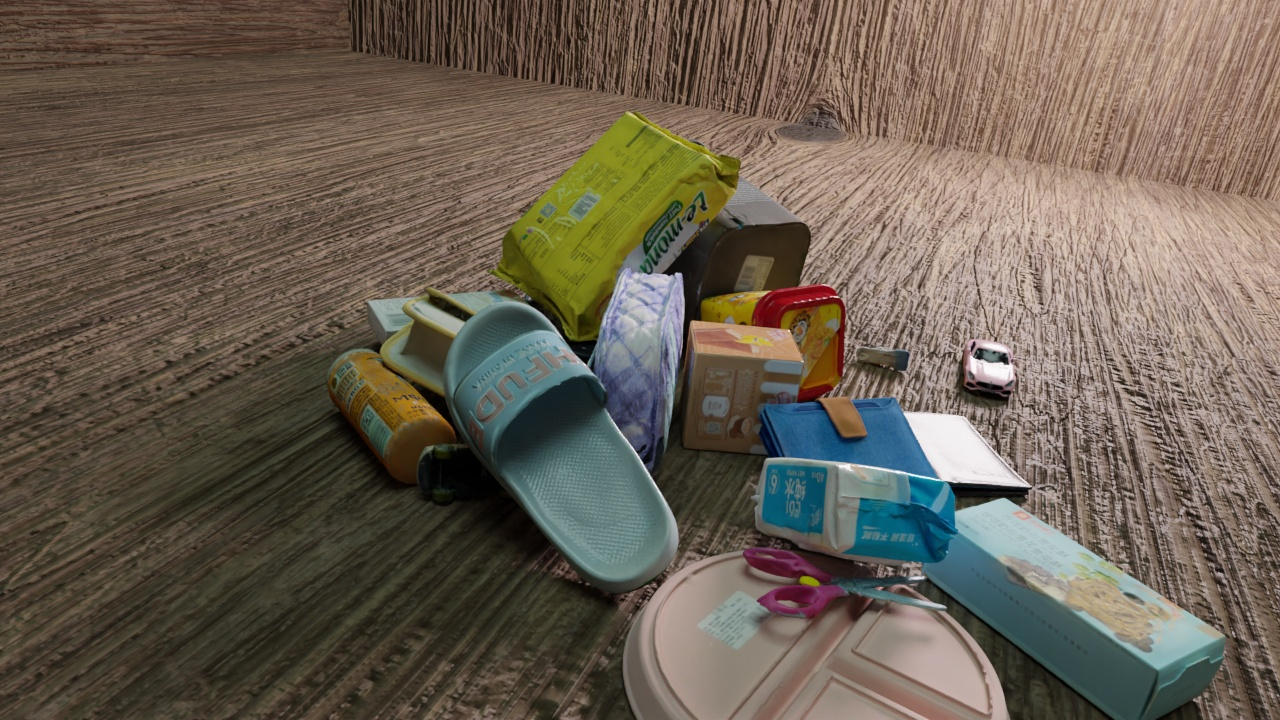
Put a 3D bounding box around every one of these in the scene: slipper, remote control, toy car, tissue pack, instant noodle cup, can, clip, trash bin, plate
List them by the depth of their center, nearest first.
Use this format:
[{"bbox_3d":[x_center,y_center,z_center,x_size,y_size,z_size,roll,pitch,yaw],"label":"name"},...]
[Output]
[{"bbox_3d":[0.104,0.181,0.546,0.229,0.028,0.229,5,23,-2],"label":"plate"},{"bbox_3d":[0.144,0.105,0.637,0.090,0.063,0.140,10,-7,-16],"label":"tissue pack"},{"bbox_3d":[-0.063,0.052,0.642,0.104,0.074,0.245,-32,63,-13],"label":"slipper"},{"bbox_3d":[-0.125,0.082,0.699,0.090,0.042,0.035,-1,13,-21],"label":"toy car"},{"bbox_3d":[-0.205,0.042,0.746,0.058,0.058,0.146,-10,29,-34],"label":"can"},{"bbox_3d":[-0.034,-0.005,0.931,0.053,0.024,0.136,19,12,27],"label":"remote control"},{"bbox_3d":[0.128,-0.023,0.933,0.116,0.116,0.124,-11,18,-35],"label":"instant noodle cup"},{"bbox_3d":[0.388,0.004,1.021,0.056,0.037,0.122,11,25,14],"label":"toy car"},{"bbox_3d":[0.271,-0.005,1.026,0.057,0.024,0.029,17,21,32],"label":"clip"},{"bbox_3d":[0.058,-0.131,1.065,0.198,0.199,0.220,-11,35,-35],"label":"trash bin"}]

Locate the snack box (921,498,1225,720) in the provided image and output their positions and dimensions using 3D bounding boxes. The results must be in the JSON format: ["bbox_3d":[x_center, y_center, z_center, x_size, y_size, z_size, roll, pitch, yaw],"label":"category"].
[{"bbox_3d":[0.279,0.160,0.610,0.074,0.052,0.175,-9,28,-30],"label":"snack box"}]

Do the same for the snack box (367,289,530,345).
[{"bbox_3d":[-0.189,-0.042,0.929,0.156,0.027,0.085,-7,26,-27],"label":"snack box"}]

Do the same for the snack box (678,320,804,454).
[{"bbox_3d":[0.087,0.024,0.821,0.094,0.093,0.077,5,23,-3],"label":"snack box"}]

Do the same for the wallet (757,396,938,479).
[{"bbox_3d":[0.173,0.078,0.762,0.133,0.040,0.106,-2,49,-19],"label":"wallet"}]

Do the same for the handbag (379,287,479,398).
[{"bbox_3d":[-0.130,-0.012,0.829,0.163,0.063,0.178,30,17,-6],"label":"handbag"}]

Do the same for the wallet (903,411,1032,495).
[{"bbox_3d":[0.279,0.084,0.830,0.096,0.020,0.122,1,26,-12],"label":"wallet"}]

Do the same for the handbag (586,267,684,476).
[{"bbox_3d":[-0.005,0.005,0.790,0.075,0.134,0.193,5,23,5],"label":"handbag"}]

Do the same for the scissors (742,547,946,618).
[{"bbox_3d":[0.127,0.141,0.595,0.136,0.017,0.105,1,17,-25],"label":"scissors"}]

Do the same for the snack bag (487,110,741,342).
[{"bbox_3d":[-0.032,-0.145,0.941,0.158,0.246,0.068,38,-7,34],"label":"snack bag"}]

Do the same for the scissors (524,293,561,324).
[{"bbox_3d":[-0.100,-0.072,1.030,0.014,0.159,0.174,35,-20,-24],"label":"scissors"}]
